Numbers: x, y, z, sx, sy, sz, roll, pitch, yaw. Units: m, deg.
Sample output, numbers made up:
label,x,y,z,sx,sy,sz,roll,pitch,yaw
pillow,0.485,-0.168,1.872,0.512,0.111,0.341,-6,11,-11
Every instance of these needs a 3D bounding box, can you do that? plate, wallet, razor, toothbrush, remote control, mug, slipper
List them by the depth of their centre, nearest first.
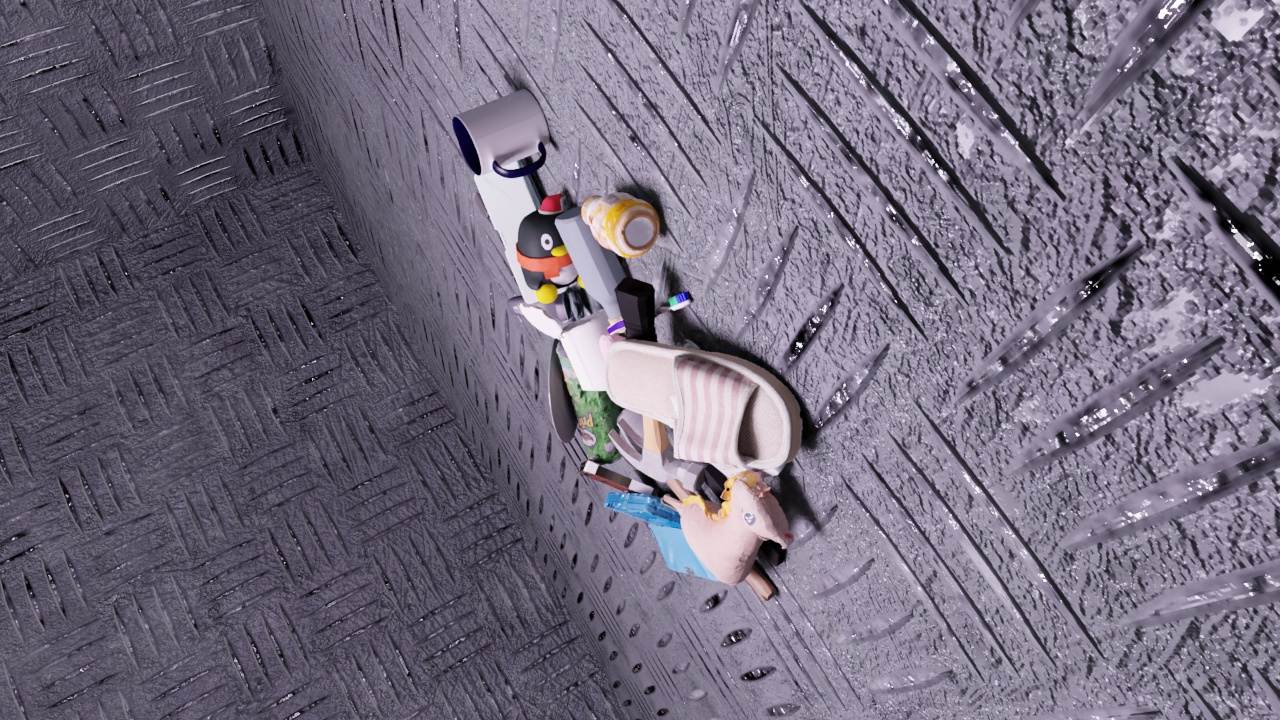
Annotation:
label,x,y,z,sx,sy,sz,roll,pitch,yaw
slipper,0.049,0.044,0.963,0.263,0.052,0.115,20,113,41
remote control,0.113,0.107,1.023,0.060,0.025,0.139,38,162,-4
toothbrush,0.006,-0.053,1.075,0.187,0.015,0.016,-17,98,59
remote control,0.128,0.191,1.143,0.150,0.013,0.034,49,158,34
mug,-0.167,-0.275,1.151,0.112,0.096,0.079,55,160,22
razor,-0.141,-0.081,1.357,0.143,0.052,0.047,2,118,33
plate,-0.112,0.039,1.427,0.178,0.012,0.178,-1,-91,-79
wallet,-0.035,0.191,1.455,0.123,0.019,0.072,24,165,-9

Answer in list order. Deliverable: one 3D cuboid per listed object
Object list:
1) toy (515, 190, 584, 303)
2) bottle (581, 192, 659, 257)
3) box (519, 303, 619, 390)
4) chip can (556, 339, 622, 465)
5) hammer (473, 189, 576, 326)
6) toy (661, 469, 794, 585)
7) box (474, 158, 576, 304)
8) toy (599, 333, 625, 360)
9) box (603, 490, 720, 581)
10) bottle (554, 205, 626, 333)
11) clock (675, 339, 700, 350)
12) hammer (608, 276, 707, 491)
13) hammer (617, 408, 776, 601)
label,x,y,z,sx,sy,sz,roll,pitch,yaw
toy,-0.118,-0.151,1.200,0.099,0.097,0.119,47,154,50
bottle,-0.026,-0.152,1.000,0.108,0.063,0.063,35,148,55
box,-0.085,-0.027,1.251,0.085,0.118,0.160,2,116,67
chip can,-0.071,0.057,1.397,0.075,0.075,0.223,42,153,46
hammer,-0.153,-0.141,1.401,0.322,0.043,0.156,61,162,-2
toy,0.095,0.183,1.090,0.196,0.065,0.265,45,157,24
box,-0.154,-0.191,1.307,0.096,0.086,0.199,-82,-27,-73
toy,-0.007,0.007,1.181,0.093,0.050,0.102,30,170,32
box,0.039,0.258,1.419,0.173,0.066,0.232,46,163,-8
bottle,-0.050,-0.111,1.144,0.072,0.046,0.161,21,139,64
clock,0.070,0.029,1.029,0.094,0.042,0.119,34,146,53
hammer,0.010,0.034,1.116,0.131,0.039,0.329,21,143,26
hammer,0.073,0.196,1.260,0.328,0.052,0.098,49,158,26
